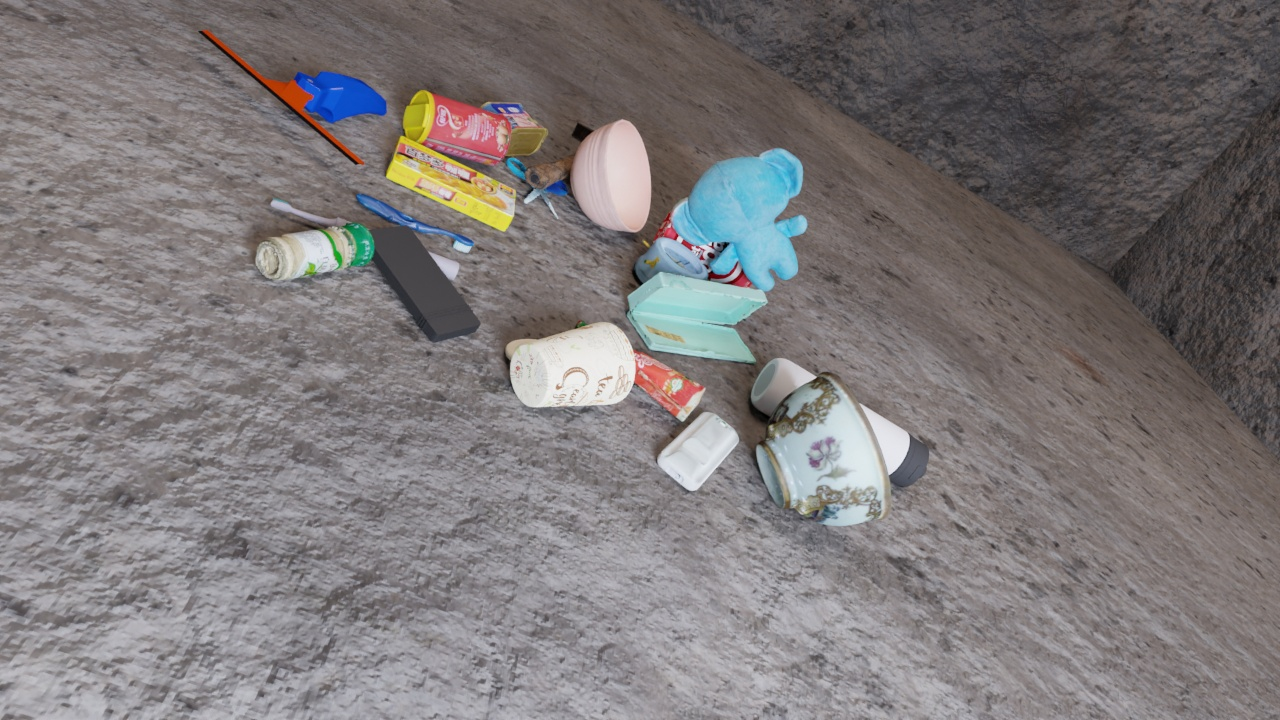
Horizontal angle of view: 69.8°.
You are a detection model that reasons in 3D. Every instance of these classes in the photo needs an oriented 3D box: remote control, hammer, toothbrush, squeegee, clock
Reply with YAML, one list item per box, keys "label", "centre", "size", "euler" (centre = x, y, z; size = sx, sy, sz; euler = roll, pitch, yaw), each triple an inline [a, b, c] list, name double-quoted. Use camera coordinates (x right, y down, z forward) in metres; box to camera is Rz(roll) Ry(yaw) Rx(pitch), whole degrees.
- label: "remote control"
  centre: [-0.212, -0.076, 0.884]
  size: [0.058, 0.013, 0.133]
  euler: [-19, 65, -51]
- label: "hammer"
  centre: [-0.098, -0.290, 1.327]
  size: [0.120, 0.033, 0.329]
  euler: [32, 25, 5]
- label: "toothbrush"
  centre: [-0.271, -0.121, 0.910]
  size: [0.187, 0.018, 0.019]
  euler: [20, 33, -25]
- label: "squeegee"
  centre: [-0.357, -0.309, 1.074]
  size: [0.249, 0.055, 0.184]
  euler: [40, 18, 10]
- label: "clock"
  centre: [0.052, -0.112, 1.203]
  size: [0.124, 0.052, 0.088]
  euler: [27, 28, -20]
- label: "toothbrush"
  centre: [-0.243, -0.147, 0.987]
  size: [0.132, 0.016, 0.021]
  euler: [22, 30, -17]
- label: "remote control"
  centre: [0.062, 0.088, 0.934]
  size: [0.050, 0.022, 0.133]
  euler: [39, 28, 9]

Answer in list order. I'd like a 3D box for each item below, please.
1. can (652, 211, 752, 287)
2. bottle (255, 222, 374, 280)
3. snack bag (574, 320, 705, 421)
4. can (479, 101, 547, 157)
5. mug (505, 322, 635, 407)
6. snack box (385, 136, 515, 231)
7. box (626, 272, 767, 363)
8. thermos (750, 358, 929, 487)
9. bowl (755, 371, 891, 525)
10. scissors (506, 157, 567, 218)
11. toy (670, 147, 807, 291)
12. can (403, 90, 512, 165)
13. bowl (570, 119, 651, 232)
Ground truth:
- label: "can"
  centre: [0.094, -0.151, 1.282]
  size: [0.142, 0.075, 0.074]
  euler: [28, 29, -11]
- label: "bottle"
  centre: [-0.292, -0.099, 0.828]
  size: [0.042, 0.043, 0.109]
  euler: [41, 29, 13]
- label: "snack bag"
  centre: [-0.006, 0.006, 0.976]
  size: [0.155, 0.044, 0.087]
  euler: [34, 9, 9]
- label: "can"
  centre: [-0.182, -0.320, 1.276]
  size: [0.059, 0.054, 0.099]
  euler: [44, 30, 13]
- label: "mug"
  centre: [-0.081, 0.000, 0.882]
  size: [0.097, 0.081, 0.122]
  euler: [-10, 29, -43]
- label: "snack box"
  centre: [-0.223, -0.210, 1.091]
  size: [0.152, 0.025, 0.075]
  euler: [23, 30, -20]
- label: "box"
  centre: [0.077, -0.040, 1.122]
  size: [0.188, 0.078, 0.091]
  euler: [6, 63, -42]
- label: "thermos"
  centre: [0.243, 0.073, 1.109]
  size: [0.230, 0.069, 0.101]
  euler: [30, 15, -11]
- label: "bowl"
  centre: [0.174, 0.101, 0.934]
  size: [0.094, 0.160, 0.159]
  euler: [-19, 47, -7]
- label: "scissors"
  centre: [-0.128, -0.229, 1.234]
  size: [0.117, 0.014, 0.130]
  euler: [7, 38, -43]
- label: "toy"
  centre: [0.144, -0.183, 1.214]
  size: [0.180, 0.183, 0.114]
  euler: [59, 8, -14]
- label: "can"
  centre: [-0.232, -0.294, 1.168]
  size: [0.124, 0.067, 0.066]
  euler: [8, 38, -40]
- label: "bowl"
  centre: [-0.047, -0.245, 1.243]
  size: [0.076, 0.153, 0.152]
  euler: [-1, 18, 23]
